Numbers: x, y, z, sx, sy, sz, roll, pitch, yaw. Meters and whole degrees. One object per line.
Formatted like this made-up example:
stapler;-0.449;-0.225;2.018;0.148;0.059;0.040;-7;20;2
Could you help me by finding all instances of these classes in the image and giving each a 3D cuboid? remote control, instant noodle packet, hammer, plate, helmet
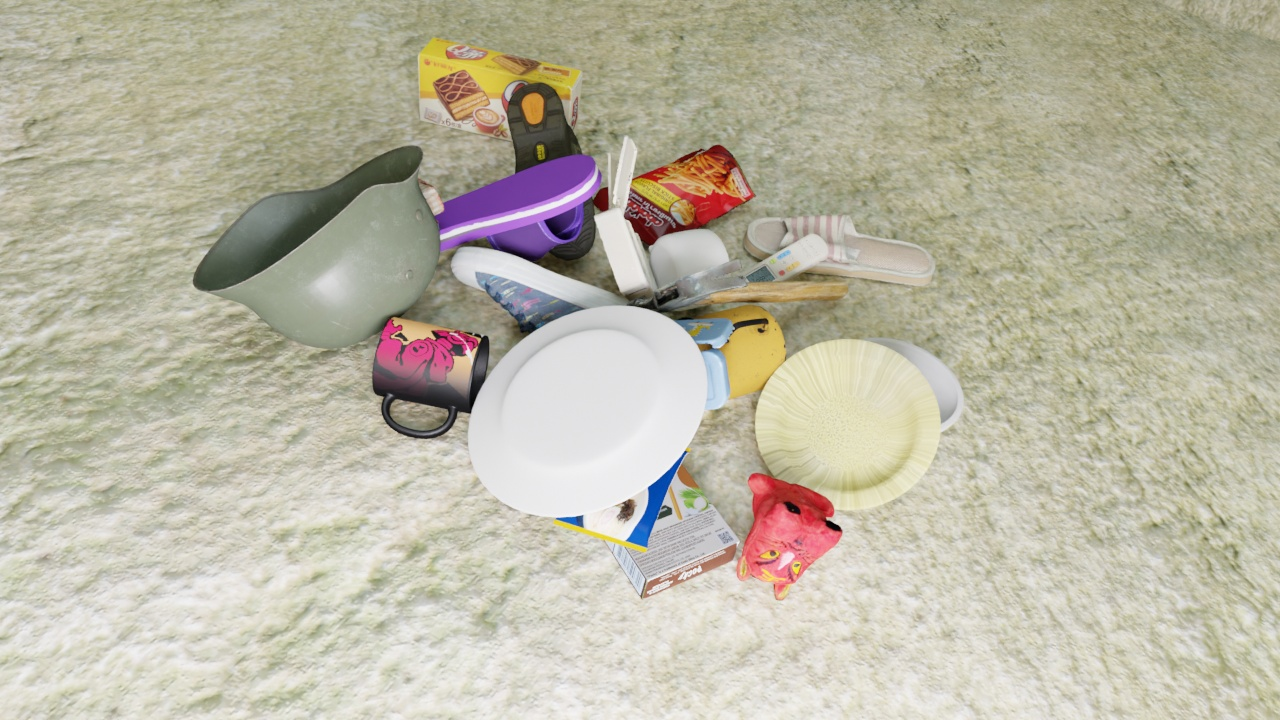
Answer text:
remote control;0.183;-0.121;1.175;0.125;0.018;0.038;-30;68;-8
instant noodle packet;-0.015;0.115;0.850;0.087;0.026;0.133;15;42;13
hammer;0.141;-0.080;1.063;0.329;0.133;0.033;-6;76;-46
plate;0.215;0.070;0.957;0.184;0.036;0.184;-5;66;12
plate;-0.056;0.037;0.873;0.243;0.016;0.242;-11;50;14
helmet;-0.307;-0.111;0.972;0.227;0.154;0.267;8;52;44

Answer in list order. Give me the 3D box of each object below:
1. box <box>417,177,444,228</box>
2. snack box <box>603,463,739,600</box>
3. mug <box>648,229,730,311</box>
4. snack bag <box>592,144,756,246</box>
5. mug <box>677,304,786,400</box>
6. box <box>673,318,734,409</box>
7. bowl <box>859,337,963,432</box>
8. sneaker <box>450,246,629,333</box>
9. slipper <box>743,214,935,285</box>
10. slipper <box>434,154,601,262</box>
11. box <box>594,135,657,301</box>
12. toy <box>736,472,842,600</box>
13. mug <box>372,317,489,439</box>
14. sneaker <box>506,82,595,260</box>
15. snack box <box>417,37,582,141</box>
box;-0.293;-0.198;1.119;0.071;0.056;0.187;-54;40;-3
snack box;0.000;0.130;0.883;0.100;0.032;0.186;-16;49;-27
mug;0.053;-0.115;1.119;0.068;0.094;0.115;-14;40;-24
snack bag;0.050;-0.225;1.283;0.207;0.067;0.139;-32;62;-26
mug;0.100;-0.012;0.994;0.094;0.124;0.100;-15;68;-29
box;-0.007;0.007;0.944;0.209;0.073;0.085;-2;29;21
bowl;0.283;0.040;1.035;0.149;0.043;0.149;4;44;-4
sneaker;-0.118;-0.060;1.049;0.235;0.087;0.079;20;77;15
slipper;0.273;-0.155;1.241;0.263;0.052;0.114;10;41;-2
slipper;-0.148;-0.161;1.098;0.267;0.084;0.107;-12;36;27
box;-0.015;-0.156;1.058;0.058;0.144;0.187;-11;85;7
toy;0.127;0.158;0.863;0.088;0.094;0.132;25;15;0
mug;-0.215;0.022;0.929;0.098;0.082;0.117;11;69;0
sneaker;-0.116;-0.231;1.218;0.101;0.143;0.237;-14;78;2
snack box;-0.206;-0.390;1.348;0.230;0.110;0.061;13;43;2
